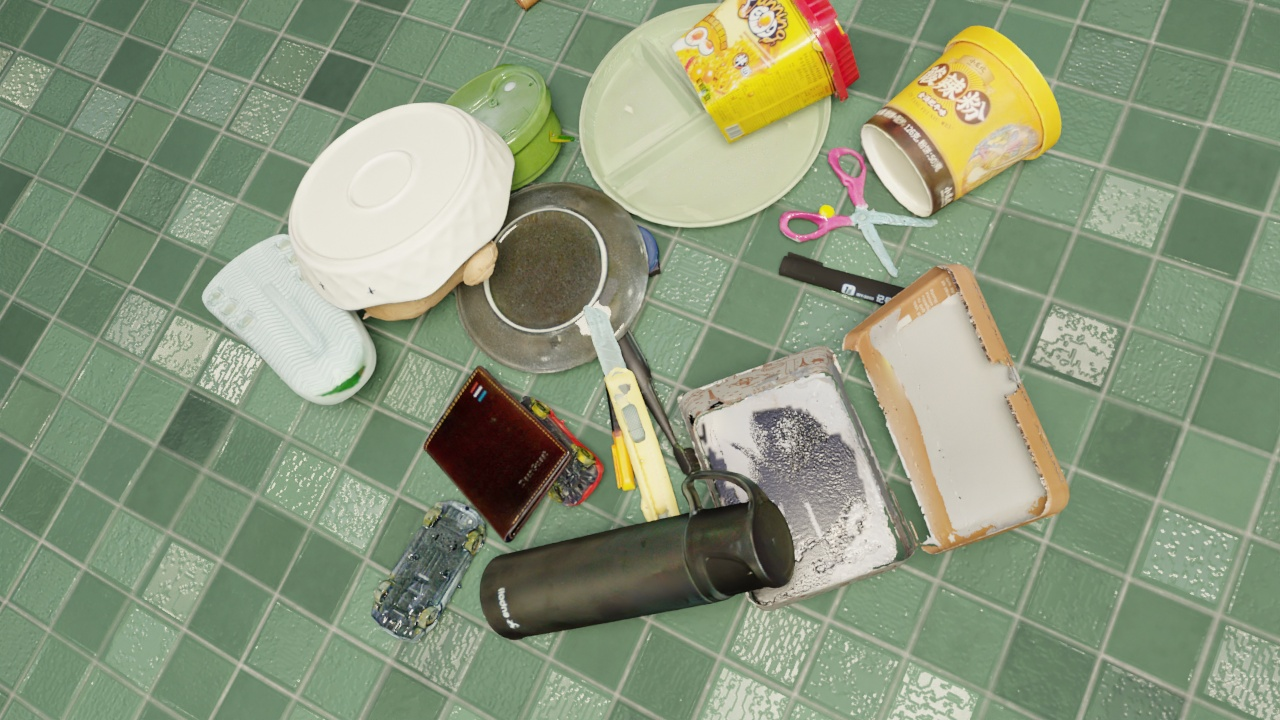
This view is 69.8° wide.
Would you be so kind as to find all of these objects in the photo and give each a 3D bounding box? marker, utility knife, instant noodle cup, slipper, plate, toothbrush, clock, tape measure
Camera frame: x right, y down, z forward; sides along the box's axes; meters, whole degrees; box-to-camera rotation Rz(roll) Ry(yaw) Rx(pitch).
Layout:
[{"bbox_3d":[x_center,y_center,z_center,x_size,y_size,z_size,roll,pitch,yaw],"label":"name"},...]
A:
[{"bbox_3d":[-0.021,0.051,0.782,0.015,0.018,0.123,-11,71,3],"label":"marker"},{"bbox_3d":[-0.008,0.051,0.762,0.031,0.021,0.208,-18,80,-9],"label":"utility knife"},{"bbox_3d":[0.103,-0.257,0.774,0.124,0.116,0.116,-30,70,14],"label":"instant noodle cup"},{"bbox_3d":[-0.309,-0.035,0.835,0.104,0.074,0.245,-45,53,-10],"label":"slipper"},{"bbox_3d":[-0.082,-0.077,0.800,0.179,0.024,0.179,-3,76,12],"label":"plate"},{"bbox_3d":[0.182,-0.064,0.773,0.132,0.020,0.022,19,66,17],"label":"marker"},{"bbox_3d":[-0.205,-0.136,0.760,0.205,0.045,0.204,-10,56,15],"label":"plate"},{"bbox_3d":[-0.005,0.005,0.789,0.026,0.027,0.212,-47,65,43],"label":"toothbrush"},{"bbox_3d":[-0.136,-0.219,0.852,0.116,0.056,0.161,-37,51,-2],"label":"clock"},{"bbox_3d":[0.057,-0.223,0.841,0.230,0.027,0.230,-3,74,11],"label":"plate"},{"bbox_3d":[0.252,-0.187,0.743,0.114,0.118,0.118,-36,70,2],"label":"instant noodle cup"},{"bbox_3d":[-0.010,-0.092,0.818,0.054,0.025,0.058,-37,74,-3],"label":"tape measure"}]

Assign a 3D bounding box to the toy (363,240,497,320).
[{"bbox_3d":[-0.199,-0.095,0.805,0.226,0.082,0.143,38,99,38],"label":"toy"}]

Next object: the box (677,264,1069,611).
[{"bbox_3d":[0.161,0.067,0.677,0.272,0.132,0.179,-30,68,32],"label":"box"}]

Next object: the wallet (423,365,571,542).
[{"bbox_3d":[-0.123,0.077,0.776,0.122,0.020,0.096,41,104,26],"label":"wallet"}]

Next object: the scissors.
[{"bbox_3d":[0.189,-0.131,0.794,0.133,0.017,0.131,5,73,9],"label":"scissors"}]

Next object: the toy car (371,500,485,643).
[{"bbox_3d":[-0.175,0.176,0.769,0.054,0.037,0.120,23,70,18],"label":"toy car"}]

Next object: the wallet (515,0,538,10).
[{"bbox_3d":[-0.100,-0.434,0.934,0.130,0.035,0.119,-39,76,-2],"label":"wallet"}]

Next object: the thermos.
[{"bbox_3d":[-0.011,0.144,0.675,0.243,0.068,0.090,-21,81,31],"label":"thermos"}]

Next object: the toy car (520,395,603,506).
[{"bbox_3d":[-0.076,0.075,0.776,0.106,0.031,0.049,42,103,26],"label":"toy car"}]
